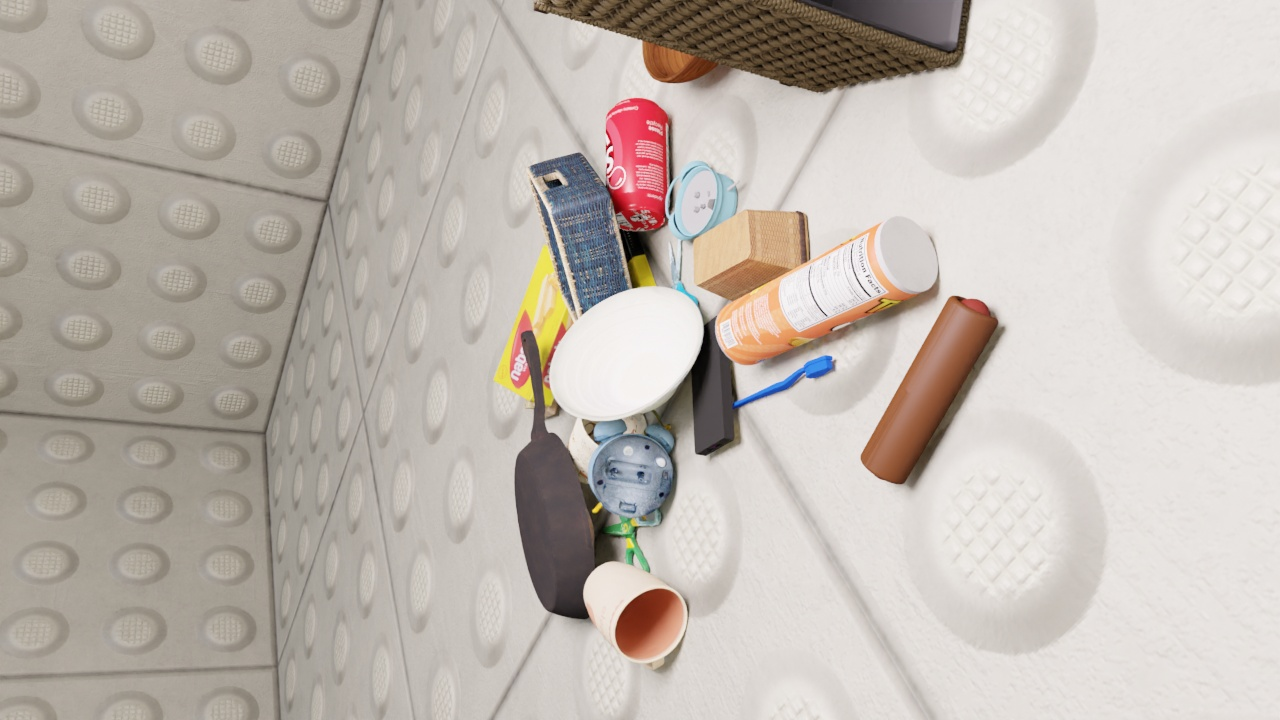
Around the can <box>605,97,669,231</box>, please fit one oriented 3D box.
[{"bbox_3d":[-0.004,-0.229,1.073,0.075,0.074,0.142,-24,63,56],"label":"can"}]

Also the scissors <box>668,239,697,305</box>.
[{"bbox_3d":[0.033,-0.082,1.037,0.086,0.015,0.134,-47,44,47],"label":"scissors"}]

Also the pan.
[{"bbox_3d":[-0.122,0.140,1.118,0.249,0.043,0.356,157,104,-70],"label":"pan"}]

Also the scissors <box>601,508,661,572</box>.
[{"bbox_3d":[-0.011,0.185,1.047,0.120,0.012,0.128,-62,37,28],"label":"scissors"}]

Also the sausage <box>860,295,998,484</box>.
[{"bbox_3d":[0.212,0.024,0.680,0.040,0.040,0.156,53,126,51],"label":"sausage"}]

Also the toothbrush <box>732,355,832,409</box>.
[{"bbox_3d":[0.118,0.031,0.865,0.187,0.016,0.011,-34,54,55],"label":"toothbrush"}]

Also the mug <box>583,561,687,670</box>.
[{"bbox_3d":[-0.008,0.271,0.967,0.104,0.085,0.111,20,130,62],"label":"mug"}]

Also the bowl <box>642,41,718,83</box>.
[{"bbox_3d":[0.069,-0.365,0.987,0.148,0.068,0.147,-23,62,55],"label":"bowl"}]

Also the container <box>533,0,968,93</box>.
[{"bbox_3d":[0.076,-0.339,0.739,0.205,0.320,0.176,-173,91,-66],"label":"container"}]

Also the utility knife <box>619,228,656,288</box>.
[{"bbox_3d":[-0.010,-0.137,1.111,0.020,0.028,0.170,-48,42,36],"label":"utility knife"}]

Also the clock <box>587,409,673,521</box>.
[{"bbox_3d":[-0.011,0.109,0.990,0.052,0.088,0.124,173,107,-77],"label":"clock"}]

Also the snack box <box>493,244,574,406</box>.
[{"bbox_3d":[-0.123,-0.047,1.219,0.092,0.042,0.201,25,96,44],"label":"snack box"}]

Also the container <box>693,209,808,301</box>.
[{"bbox_3d":[0.100,-0.101,0.876,0.114,0.061,0.063,-24,63,56],"label":"container"}]

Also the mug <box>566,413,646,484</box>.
[{"bbox_3d":[-0.039,0.114,1.065,0.122,0.080,0.097,62,144,23],"label":"mug"}]

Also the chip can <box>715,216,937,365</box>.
[{"bbox_3d":[0.149,-0.053,0.780,0.211,0.062,0.062,-28,60,55],"label":"chip can"}]

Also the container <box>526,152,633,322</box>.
[{"bbox_3d":[-0.064,-0.128,1.064,0.145,0.071,0.188,-119,13,-54],"label":"container"}]

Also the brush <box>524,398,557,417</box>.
[{"bbox_3d":[-0.135,0.019,1.273,0.049,0.039,0.117,-18,64,58],"label":"brush"}]

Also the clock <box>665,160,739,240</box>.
[{"bbox_3d":[0.058,-0.171,0.986,0.123,0.042,0.087,28,107,57],"label":"clock"}]

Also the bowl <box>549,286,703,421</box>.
[{"bbox_3d":[-0.006,0.006,0.974,0.177,0.058,0.176,-17,46,18],"label":"bowl"}]

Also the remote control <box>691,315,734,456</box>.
[{"bbox_3d":[0.072,0.025,0.930,0.058,0.013,0.133,-39,46,55],"label":"remote control"}]
